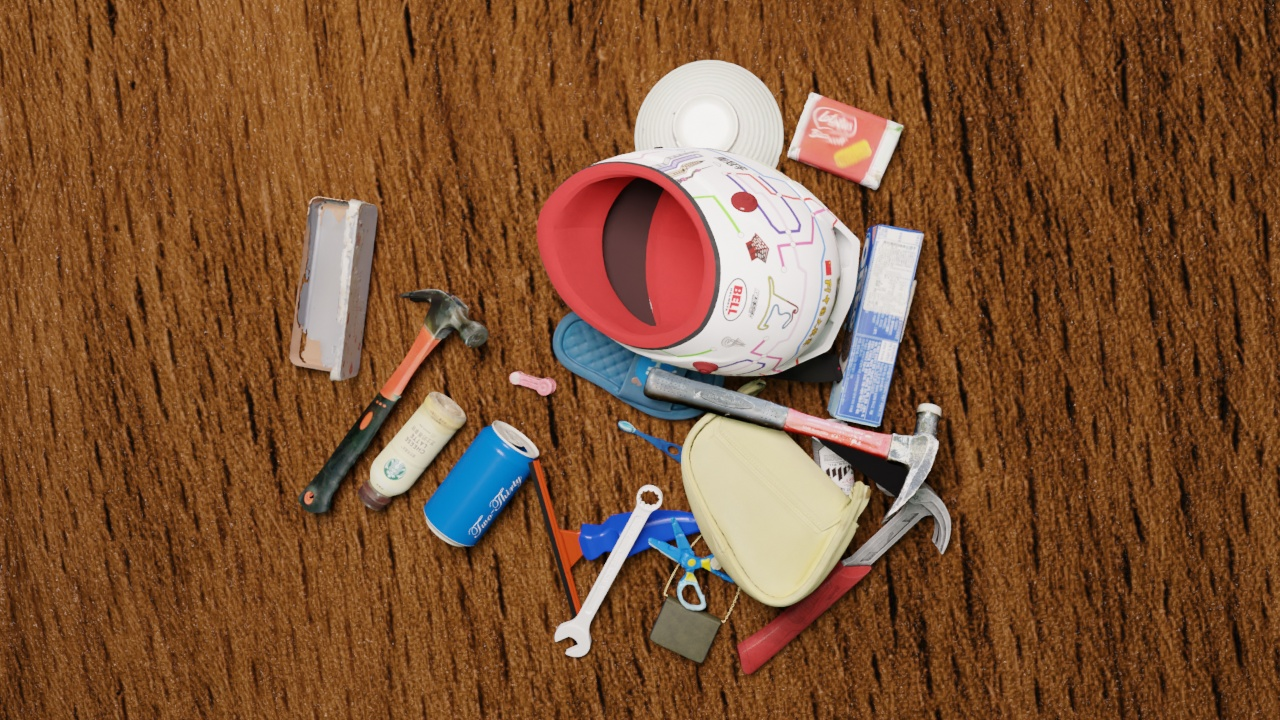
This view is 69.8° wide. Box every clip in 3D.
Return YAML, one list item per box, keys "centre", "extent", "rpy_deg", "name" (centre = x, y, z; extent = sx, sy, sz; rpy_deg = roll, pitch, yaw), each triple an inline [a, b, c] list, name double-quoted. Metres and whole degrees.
- centre: [-0.133, 0.028, 1.123]
  extent: [0.058, 0.037, 0.022]
  rpy_deg: [15, 99, 10]
  name: "clip"

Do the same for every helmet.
- centre: [0.072, -0.109, 0.990]
  extent: [0.315, 0.235, 0.231]
  rpy_deg: [27, 114, 36]
  name: "helmet"

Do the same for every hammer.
- centre: [0.159, 0.074, 1.018]
  extent: [0.326, 0.036, 0.140]
  rpy_deg: [16, 69, 11]
  name: "hammer"
- centre: [-0.320, 0.056, 1.125]
  extent: [0.133, 0.033, 0.333]
  rpy_deg: [42, 101, 30]
  name: "hammer"
- centre: [0.232, 0.264, 1.084]
  extent: [0.126, 0.036, 0.316]
  rpy_deg: [38, 105, -22]
  name: "hammer"

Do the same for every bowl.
- centre: [0.076, -0.264, 1.057]
  extent: [0.177, 0.071, 0.177]
  rpy_deg: [1, 94, 8]
  name: "bowl"

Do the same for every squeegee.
- centre: [-0.014, 0.210, 1.111]
  extent: [0.185, 0.055, 0.249]
  rpy_deg: [-11, 111, 6]
  name: "squeegee"

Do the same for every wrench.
- centre: [-0.038, 0.256, 1.097]
  extent: [0.047, 0.009, 0.274]
  rpy_deg: [26, 115, -1]
  name: "wrench"

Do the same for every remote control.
- centre: [0.171, 0.007, 1.062]
  extent: [0.125, 0.010, 0.039]
  rpy_deg: [2, 125, 35]
  name: "remote control"

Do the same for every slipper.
- centre: [-0.006, 0.006, 1.094]
  extent: [0.214, 0.059, 0.104]
  rpy_deg: [20, 98, 7]
  name: "slipper"

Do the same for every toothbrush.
- centre: [0.032, 0.105, 1.117]
  extent: [0.132, 0.016, 0.021]
  rpy_deg: [26, 87, 5]
  name: "toothbrush"

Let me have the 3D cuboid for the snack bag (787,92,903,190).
- centre: [0.234, -0.252, 1.056]
  extent: [0.116, 0.036, 0.077]
  rpy_deg: [22, 97, 5]
  name: "snack bag"

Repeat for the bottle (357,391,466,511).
- centre: [-0.286, 0.115, 1.137]
  extent: [0.056, 0.056, 0.162]
  rpy_deg: [41, 98, 3]
  name: "bottle"

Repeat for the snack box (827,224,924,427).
- centre: [0.269, -0.040, 1.056]
  extent: [0.059, 0.059, 0.226]
  rpy_deg: [12, 97, 3]
  name: "snack box"

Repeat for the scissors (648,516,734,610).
- centre: [0.053, 0.246, 1.094]
  extent: [0.132, 0.019, 0.105]
  rpy_deg: [31, 90, -15]
  name: "scissors"

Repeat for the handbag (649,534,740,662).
- centre: [0.080, 0.273, 1.124]
  extent: [0.084, 0.027, 0.178]
  rpy_deg: [24, 91, 3]
  name: "handbag"

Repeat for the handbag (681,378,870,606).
- centre: [0.139, 0.154, 1.051]
  extent: [0.190, 0.088, 0.233]
  rpy_deg: [-40, 71, -7]
  name: "handbag"

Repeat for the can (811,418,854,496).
- centre: [0.228, 0.124, 1.080]
  extent: [0.044, 0.044, 0.106]
  rpy_deg: [-7, 93, 7]
  name: "can"

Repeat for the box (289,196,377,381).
- centre: [-0.379, -0.090, 1.117]
  extent: [0.105, 0.096, 0.216]
  rpy_deg: [10, 96, 11]
  name: "box"

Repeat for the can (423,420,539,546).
- centre: [-0.194, 0.151, 1.117]
  extent: [0.079, 0.079, 0.146]
  rpy_deg: [38, 98, 3]
  name: "can"
